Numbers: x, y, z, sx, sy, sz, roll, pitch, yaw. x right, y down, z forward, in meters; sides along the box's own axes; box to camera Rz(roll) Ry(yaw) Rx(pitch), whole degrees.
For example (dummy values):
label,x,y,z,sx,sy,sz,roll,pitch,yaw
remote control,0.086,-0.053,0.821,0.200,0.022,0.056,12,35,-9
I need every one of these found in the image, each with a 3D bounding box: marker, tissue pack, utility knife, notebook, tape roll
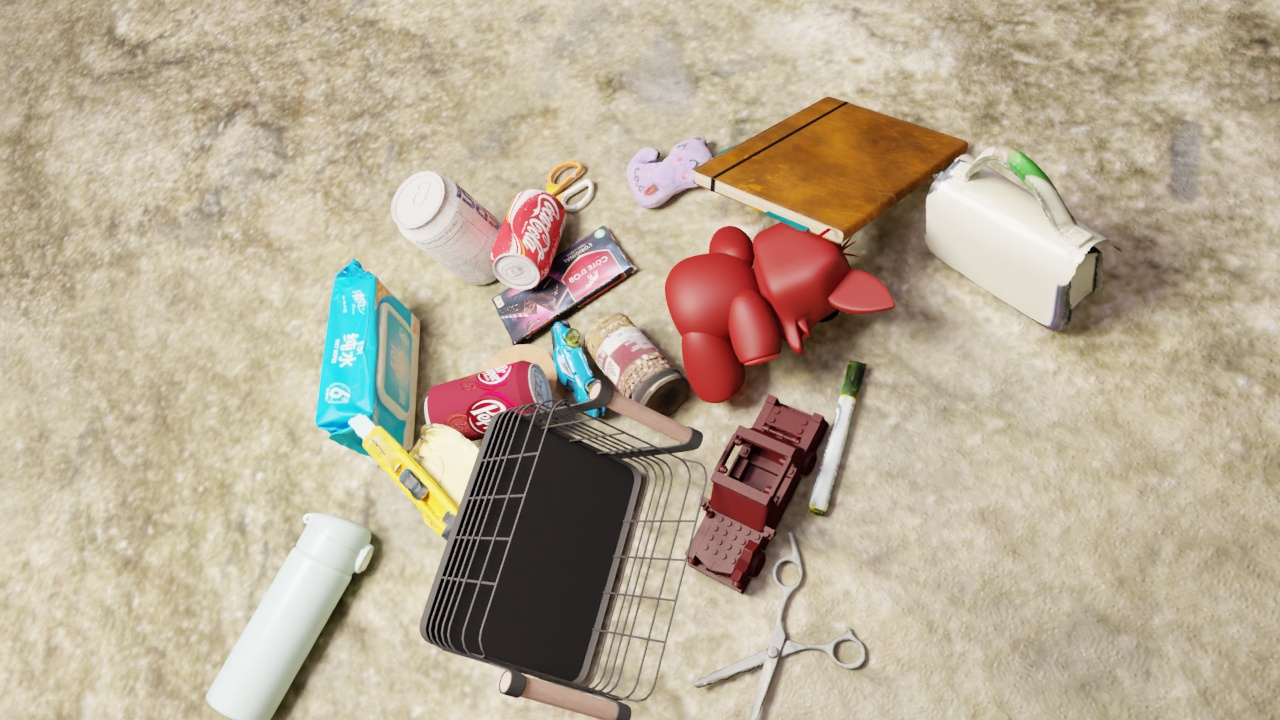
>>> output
label,x,y,z,sx,sy,sz,roll,pitch,yaw
marker,0.176,0.068,0.819,0.017,0.017,0.146,10,69,25
tissue pack,-0.285,0.004,0.974,0.066,0.117,0.209,-10,62,10
utility knife,-0.213,0.100,0.821,0.175,0.017,0.030,38,84,34
notebook,0.173,-0.189,0.872,0.178,0.014,0.248,29,47,30
tape roll,-0.124,0.031,0.948,0.094,0.027,0.093,-9,62,17

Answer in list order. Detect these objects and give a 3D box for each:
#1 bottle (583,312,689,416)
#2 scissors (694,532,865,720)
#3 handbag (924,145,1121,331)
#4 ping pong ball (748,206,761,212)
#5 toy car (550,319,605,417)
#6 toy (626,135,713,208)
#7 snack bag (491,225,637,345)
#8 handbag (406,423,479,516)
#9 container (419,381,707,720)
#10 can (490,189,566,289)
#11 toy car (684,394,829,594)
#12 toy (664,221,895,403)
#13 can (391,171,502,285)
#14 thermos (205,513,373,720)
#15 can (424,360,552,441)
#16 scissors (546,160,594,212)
label,x,y,z,sx,sy,sz,roll,pitch,yaw
bottle,-0.005,0.005,0.898,0.056,0.056,0.105,-41,58,-2
scissors,0.114,0.227,0.767,0.142,0.014,0.171,-6,62,15
handbag,0.317,-0.122,0.763,0.074,0.176,0.151,-44,57,-6
ping pong ball,0.125,-0.172,0.943,0.040,0.040,0.040,-9,62,17
toy car,-0.065,0.010,0.911,0.032,0.048,0.105,-21,74,-15
toy,0.033,-0.210,1.001,0.100,0.036,0.080,-28,59,8
snack bag,-0.086,-0.081,0.995,0.155,0.018,0.074,-33,55,1
handbag,-0.158,0.121,0.864,0.111,0.119,0.081,39,85,31
container,-0.056,0.155,0.755,0.131,0.162,0.240,-14,54,55
can,-0.121,-0.131,0.992,0.064,0.064,0.104,-4,48,20
toy car,0.100,0.111,0.801,0.070,0.062,0.169,22,75,29
toy,0.119,-0.063,0.846,0.197,0.120,0.158,-23,48,17
can,-0.201,-0.142,0.996,0.078,0.136,0.078,-9,66,22
thermos,-0.342,0.249,0.905,0.078,0.065,0.206,26,75,6
can,-0.149,0.042,0.897,0.114,0.063,0.063,-16,60,14
scissors,-0.109,-0.173,1.054,0.131,0.012,0.073,-41,61,3
